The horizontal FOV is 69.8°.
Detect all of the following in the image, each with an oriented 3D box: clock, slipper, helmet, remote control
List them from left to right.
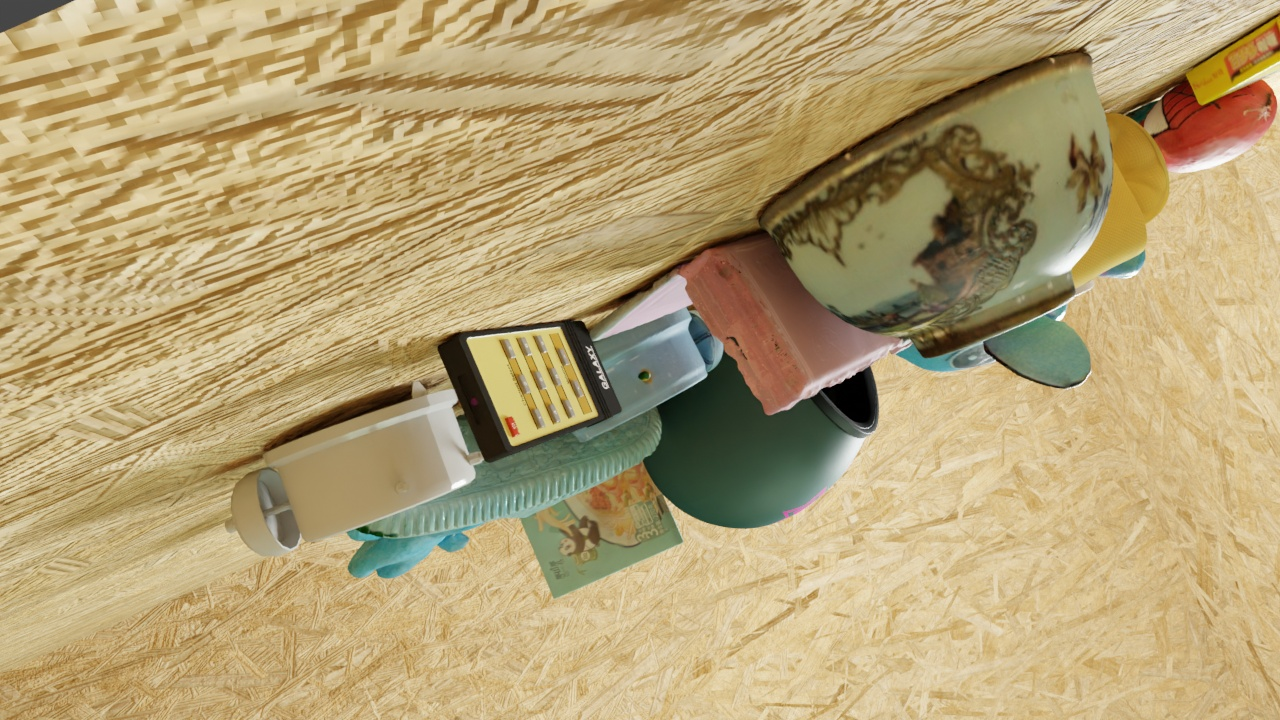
[{"bbox_3d":[-0.161,0.061,0.513,0.160,0.061,0.119,-20,179,32],"label":"clock"},{"bbox_3d":[-0.097,0.074,0.677,0.275,0.116,0.070,-16,136,-38],"label":"slipper"},{"bbox_3d":[-0.049,0.011,0.453,0.013,0.058,0.133,-25,177,20],"label":"remote control"},{"bbox_3d":[-0.004,0.004,0.646,0.118,0.060,0.161,-28,179,29],"label":"clock"},{"bbox_3d":[0.093,0.039,0.835,0.201,0.176,0.274,-38,-167,26],"label":"helmet"},{"bbox_3d":[0.264,-0.100,0.562,0.262,0.099,0.079,-26,177,-33],"label":"slipper"}]

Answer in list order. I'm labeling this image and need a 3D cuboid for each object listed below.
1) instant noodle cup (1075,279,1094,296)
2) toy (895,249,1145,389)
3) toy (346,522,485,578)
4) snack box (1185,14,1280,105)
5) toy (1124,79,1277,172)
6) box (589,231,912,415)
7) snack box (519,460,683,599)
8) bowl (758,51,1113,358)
[{"bbox_3d":[0.374,-0.112,0.878,0.137,0.122,0.121,-26,176,32],"label":"instant noodle cup"},{"bbox_3d":[0.265,-0.052,0.670,0.191,0.099,0.224,-25,-163,-11],"label":"toy"},{"bbox_3d":[-0.189,0.121,0.814,0.181,0.114,0.183,-43,148,16],"label":"toy"},{"bbox_3d":[0.404,-0.201,0.537,0.075,0.025,0.152,-23,176,-7],"label":"snack box"},{"bbox_3d":[0.391,-0.170,0.668,0.092,0.062,0.133,-31,-165,-23],"label":"toy"},{"bbox_3d":[0.096,-0.027,0.558,0.231,0.106,0.116,-23,167,-45],"label":"box"},{"bbox_3d":[-0.059,0.121,0.926,0.141,0.193,0.044,-23,179,-2],"label":"snack box"},{"bbox_3d":[0.146,-0.058,0.425,0.160,0.094,0.160,-24,177,-1],"label":"bowl"}]
